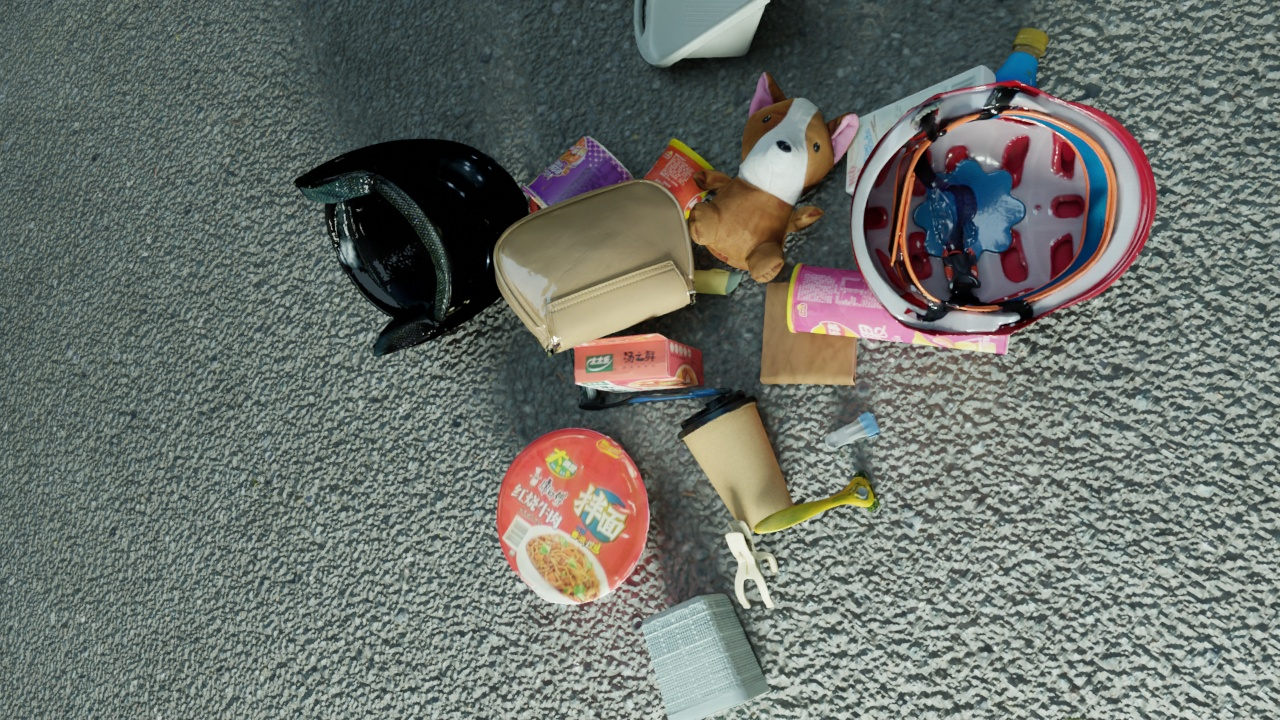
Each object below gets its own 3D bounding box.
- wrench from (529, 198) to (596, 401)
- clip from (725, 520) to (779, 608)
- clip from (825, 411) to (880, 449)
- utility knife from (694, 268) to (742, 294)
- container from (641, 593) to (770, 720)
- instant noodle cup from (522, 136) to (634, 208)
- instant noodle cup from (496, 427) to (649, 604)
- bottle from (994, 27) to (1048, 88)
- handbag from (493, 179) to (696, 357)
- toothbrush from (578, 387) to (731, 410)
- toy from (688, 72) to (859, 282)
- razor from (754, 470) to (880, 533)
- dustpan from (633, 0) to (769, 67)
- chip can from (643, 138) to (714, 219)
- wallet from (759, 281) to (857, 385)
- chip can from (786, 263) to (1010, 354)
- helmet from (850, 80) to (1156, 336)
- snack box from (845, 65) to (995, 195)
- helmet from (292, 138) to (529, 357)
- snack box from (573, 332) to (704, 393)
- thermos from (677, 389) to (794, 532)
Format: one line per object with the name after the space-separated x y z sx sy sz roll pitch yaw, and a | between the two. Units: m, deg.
-0.096 -0.075 1.102 0.016 0.056 0.273 -13 69 -14 | wrench
0.110 0.215 0.927 0.035 0.103 0.092 -7 59 23 | clip
0.218 0.075 0.948 0.058 0.038 0.026 -28 74 18 | clip
0.025 -0.098 1.061 0.197 0.020 0.031 9 82 25 | utility knife
0.064 0.306 0.948 0.090 0.090 0.111 -28 70 18 | container
-0.066 -0.200 1.074 0.111 0.111 0.099 42 91 24 | instant noodle cup
-0.067 0.174 1.040 0.194 0.065 0.193 -4 80 23 | instant noodle cup
0.345 -0.219 0.903 0.065 0.065 0.218 23 93 26 | bottle
-0.046 -0.097 0.957 0.204 0.100 0.147 -20 80 -9 | handbag
0.014 0.041 1.050 0.190 0.014 0.016 -7 56 23 | toothbrush
0.134 -0.192 0.964 0.140 0.130 0.199 32 92 3 | toy
0.175 0.148 0.917 0.132 0.028 0.043 -16 76 -14 | razor
0.061 -0.441 1.000 0.142 0.258 0.222 2 83 1 | dustpan
-0.002 -0.145 1.042 0.073 0.073 0.216 40 95 24 | chip can
0.181 -0.031 0.980 0.101 0.020 0.115 0 80 23 | wallet
0.256 -0.051 0.909 0.211 0.071 0.071 8 86 20 | chip can
0.297 -0.130 0.805 0.240 0.144 0.207 -4 99 2 | helmet
0.277 -0.224 0.916 0.157 0.026 0.084 -15 62 48 | snack box
-0.266 -0.147 1.093 0.275 0.229 0.233 10 123 54 | helmet
-0.006 0.006 1.001 0.113 0.127 0.044 -5 80 25 | snack box
0.103 0.105 0.962 0.093 0.093 0.143 -30 80 18 | thermos
